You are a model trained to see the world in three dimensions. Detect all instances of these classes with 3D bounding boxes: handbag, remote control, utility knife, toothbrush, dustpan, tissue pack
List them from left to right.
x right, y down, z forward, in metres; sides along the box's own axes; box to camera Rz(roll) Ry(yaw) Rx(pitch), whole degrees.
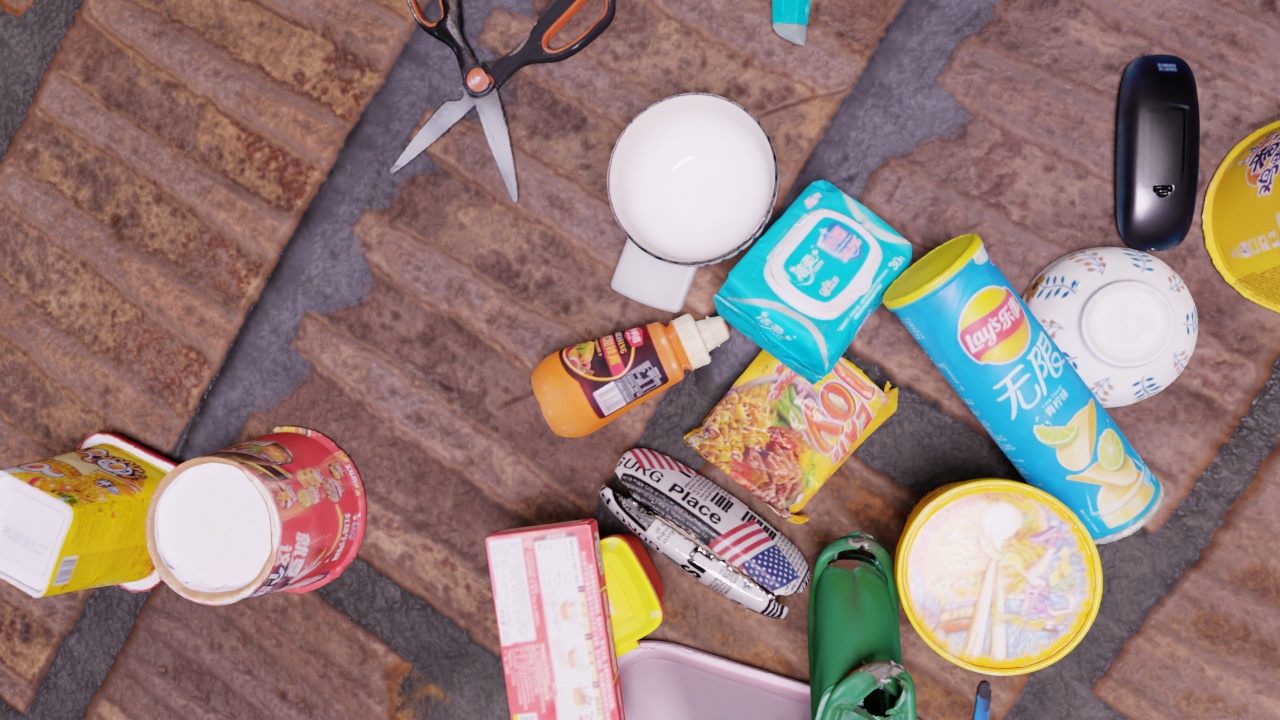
[{"bbox_3d":[0.029,-0.113,0.692,0.058,0.021,0.150,22,94,10],"label":"remote control"},{"bbox_3d":[0.058,0.326,0.694,0.273,0.139,0.222,18,92,-18],"label":"dustpan"},{"bbox_3d":[0.115,-0.315,0.681,0.029,0.013,0.166,4,88,9],"label":"utility knife"},{"bbox_3d":[0.120,-0.054,0.636,0.093,0.050,0.133,37,66,10],"label":"tissue pack"},{"bbox_3d":[0.148,0.196,0.608,0.068,0.131,0.120,3,130,8],"label":"handbag"},{"bbox_3d":[0.237,0.324,0.656,0.014,0.016,0.189,7,90,3],"label":"toothbrush"},{"bbox_3d":[0.356,-0.144,0.630,0.053,0.024,0.136,1,90,9],"label":"remote control"}]

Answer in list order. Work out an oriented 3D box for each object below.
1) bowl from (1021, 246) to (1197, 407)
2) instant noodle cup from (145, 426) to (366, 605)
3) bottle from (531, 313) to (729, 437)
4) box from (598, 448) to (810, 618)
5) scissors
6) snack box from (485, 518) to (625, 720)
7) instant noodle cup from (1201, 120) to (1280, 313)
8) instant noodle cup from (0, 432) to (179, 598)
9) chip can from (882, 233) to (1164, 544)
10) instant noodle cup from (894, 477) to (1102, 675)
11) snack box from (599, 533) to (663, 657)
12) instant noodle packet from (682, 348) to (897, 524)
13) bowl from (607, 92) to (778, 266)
[{"bbox_3d":[0.318,-0.024,0.618,0.113,0.062,0.113,0,89,12],"label":"bowl"},{"bbox_3d":[-0.298,0.124,0.709,0.138,0.108,0.138,0,90,10],"label":"instant noodle cup"},{"bbox_3d":[-0.004,0.004,0.682,0.149,0.067,0.066,-24,86,3],"label":"bottle"},{"bbox_3d":[0.051,0.117,0.667,0.163,0.075,0.082,35,85,11],"label":"box"},{"bbox_3d":[-0.124,-0.240,0.721,0.234,0.021,0.221,-36,83,8],"label":"scissors"},{"bbox_3d":[-0.057,0.188,0.624,0.075,0.025,0.153,-9,89,10],"label":"snack box"},{"bbox_3d":[0.446,-0.099,0.570,0.138,0.109,0.138,0,89,10],"label":"instant noodle cup"},{"bbox_3d":[-0.444,0.127,0.729,0.116,0.123,0.116,23,94,10],"label":"instant noodle cup"},{"bbox_3d":[0.250,0.020,0.599,0.071,0.071,0.210,-39,97,8],"label":"chip can"},{"bbox_3d":[0.226,0.132,0.608,0.118,0.114,0.118,0,90,11],"label":"instant noodle cup"},{"bbox_3d":[-0.030,0.173,0.673,0.091,0.080,0.082,-29,84,9],"label":"snack box"},{"bbox_3d":[0.111,0.042,0.667,0.111,0.044,0.128,39,96,4],"label":"instant noodle packet"},{"bbox_3d":[0.040,-0.121,0.644,0.116,0.066,0.116,0,90,11],"label":"bowl"}]
